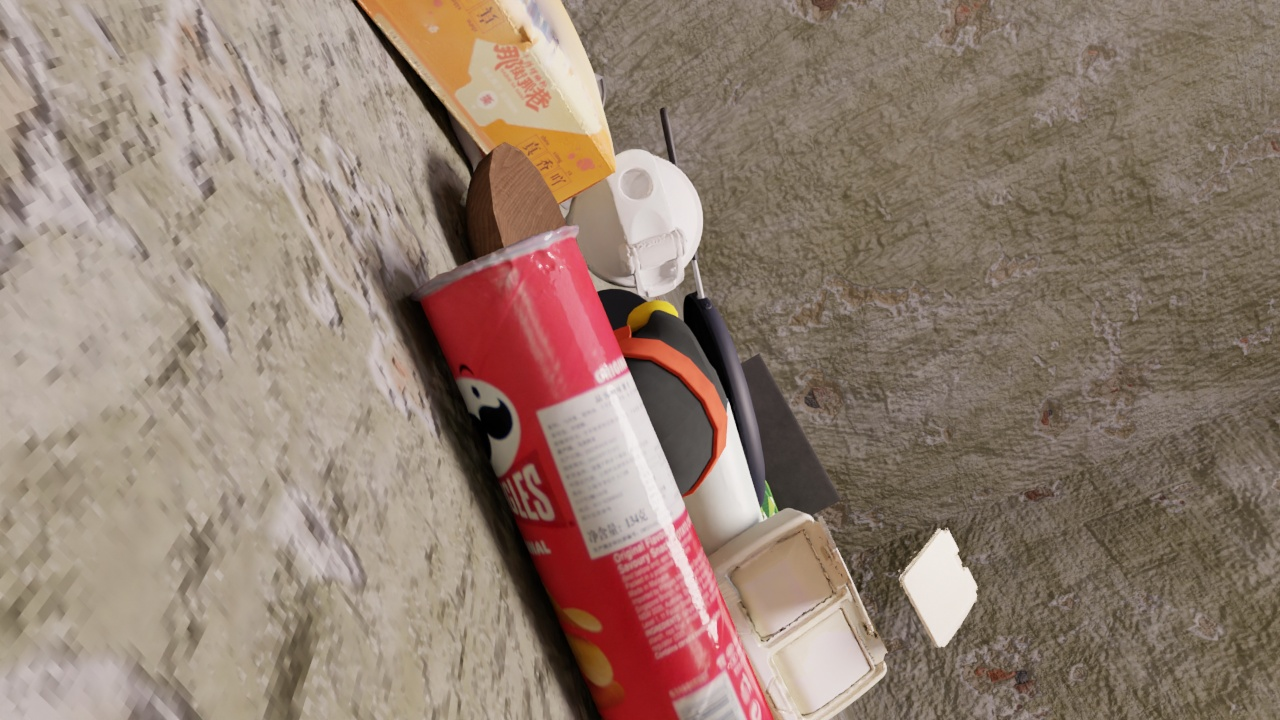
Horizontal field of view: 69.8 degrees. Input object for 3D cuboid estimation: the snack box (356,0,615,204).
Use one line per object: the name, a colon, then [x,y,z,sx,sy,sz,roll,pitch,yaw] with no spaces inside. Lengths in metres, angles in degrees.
snack box: [-0.091,-0.210,0.567,0.195,0.081,0.145,49,19,-51]

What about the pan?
pan: [0.057,-0.034,0.769,0.198,0.021,0.357,-114,-170,-66]

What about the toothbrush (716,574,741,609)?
toothbrush: [0.012,0.089,0.614,0.187,0.017,0.012,56,7,-5]

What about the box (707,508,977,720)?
box: [0.160,0.166,0.646,0.143,0.194,0.101,61,-16,-8]

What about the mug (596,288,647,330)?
mug: [-0.004,0.004,0.649,0.105,0.071,0.077,57,5,9]

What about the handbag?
handbag: [0.154,0.083,1.062,0.175,0.072,0.195,61,10,3]

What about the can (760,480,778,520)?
can: [0.103,0.182,0.903,0.144,0.083,0.083,-104,169,-52]

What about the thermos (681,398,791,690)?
thermos: [0.068,0.145,0.707,0.068,0.068,0.230,-49,123,-83]

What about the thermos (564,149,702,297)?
thermos: [-0.014,-0.104,0.720,0.220,0.099,0.099,-152,-142,-79]

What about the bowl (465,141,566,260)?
bowl: [-0.067,-0.060,0.512,0.117,0.030,0.118,-17,90,-75]

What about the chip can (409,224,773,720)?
chip can: [-0.015,0.066,0.380,0.073,0.073,0.233,-60,128,-82]

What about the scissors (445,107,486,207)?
scissors: [-0.091,-0.106,0.595,0.159,0.014,0.172,55,14,-59]

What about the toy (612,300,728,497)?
toy: [-0.002,0.036,0.503,0.099,0.098,0.119,48,26,-5]

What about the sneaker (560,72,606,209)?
sneaker: [-0.081,-0.270,0.903,0.099,0.089,0.236,30,37,-79]
